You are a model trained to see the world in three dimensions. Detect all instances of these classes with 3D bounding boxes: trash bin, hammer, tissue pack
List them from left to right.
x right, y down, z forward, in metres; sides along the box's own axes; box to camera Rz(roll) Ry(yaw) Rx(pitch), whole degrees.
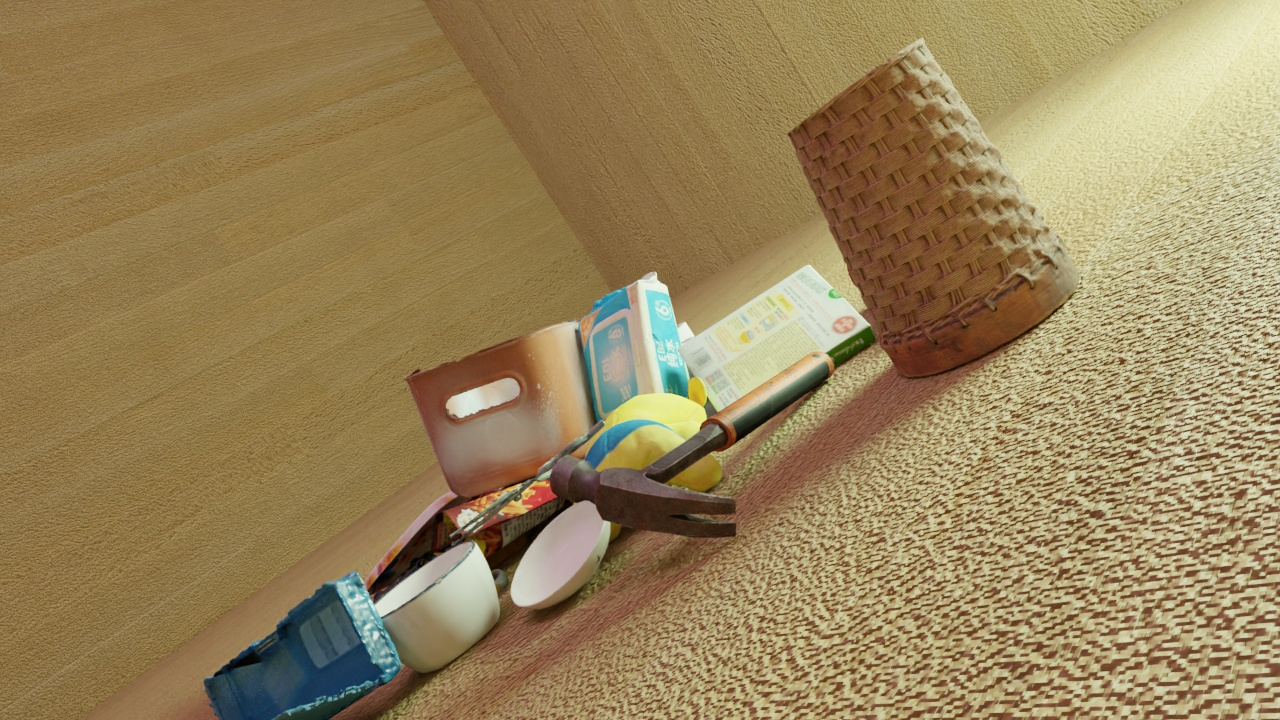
[{"bbox_3d":[-0.137,0.050,1.098,0.182,0.157,0.259,-19,2,11],"label":"trash bin"},{"bbox_3d":[-0.006,0.006,1.033,0.066,0.209,0.117,10,-29,-42],"label":"tissue pack"},{"bbox_3d":[0.084,0.054,0.735,0.138,0.035,0.313,13,25,35],"label":"hammer"},{"bbox_3d":[0.209,-0.113,0.699,0.151,0.210,0.151,-34,5,3],"label":"trash bin"}]

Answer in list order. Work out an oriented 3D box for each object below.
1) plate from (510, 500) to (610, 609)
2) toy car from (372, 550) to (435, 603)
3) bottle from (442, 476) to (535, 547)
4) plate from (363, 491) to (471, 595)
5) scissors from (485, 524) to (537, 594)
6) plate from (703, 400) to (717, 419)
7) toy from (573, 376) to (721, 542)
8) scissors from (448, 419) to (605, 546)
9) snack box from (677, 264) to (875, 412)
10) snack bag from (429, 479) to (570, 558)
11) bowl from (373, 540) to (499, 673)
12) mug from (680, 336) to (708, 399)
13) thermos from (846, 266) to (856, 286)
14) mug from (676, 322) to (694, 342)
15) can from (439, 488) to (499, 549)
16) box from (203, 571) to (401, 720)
[{"bbox_3d":[-0.057,0.159,0.730,0.104,0.026,0.104,-39,20,17],"label":"plate"},{"bbox_3d":[-0.282,0.271,1.100,0.105,0.032,0.048,-41,9,-24],"label":"toy car"},{"bbox_3d":[-0.152,0.177,1.104,0.173,0.046,0.084,-36,6,-32],"label":"bottle"},{"bbox_3d":[-0.269,0.219,1.182,0.187,0.016,0.186,-48,-10,15],"label":"plate"},{"bbox_3d":[-0.183,0.233,0.940,0.224,0.016,0.230,-35,6,-26],"label":"scissors"},{"bbox_3d":[0.122,0.028,1.017,0.178,0.012,0.178,-33,5,3],"label":"plate"},{"bbox_3d":[0.001,0.083,0.853,0.149,0.084,0.213,-30,8,13],"label":"toy"},{"bbox_3d":[-0.100,0.108,0.808,0.147,0.014,0.141,-47,-13,36],"label":"scissors"},{"bbox_3d":[0.133,-0.016,0.931,0.168,0.027,0.132,-33,37,3],"label":"snack box"},{"bbox_3d":[-0.116,0.159,0.984,0.207,0.066,0.139,-19,-5,-34],"label":"snack bag"},{"bbox_3d":[-0.171,0.213,0.779,0.116,0.065,0.116,-33,5,3],"label":"bowl"},{"bbox_3d":[0.056,0.028,1.106,0.116,0.080,0.107,1,29,48],"label":"mug"},{"bbox_3d":[0.270,-0.097,0.935,0.073,0.073,0.239,-33,6,4],"label":"thermos"},{"bbox_3d":[0.042,0.010,1.242,0.080,0.087,0.114,-36,6,-27],"label":"mug"},{"bbox_3d":[-0.208,0.204,1.153,0.096,0.054,0.054,-37,7,-40],"label":"can"},{"bbox_3d":[-0.308,0.267,0.730,0.232,0.094,0.112,-36,-15,30],"label":"box"}]
